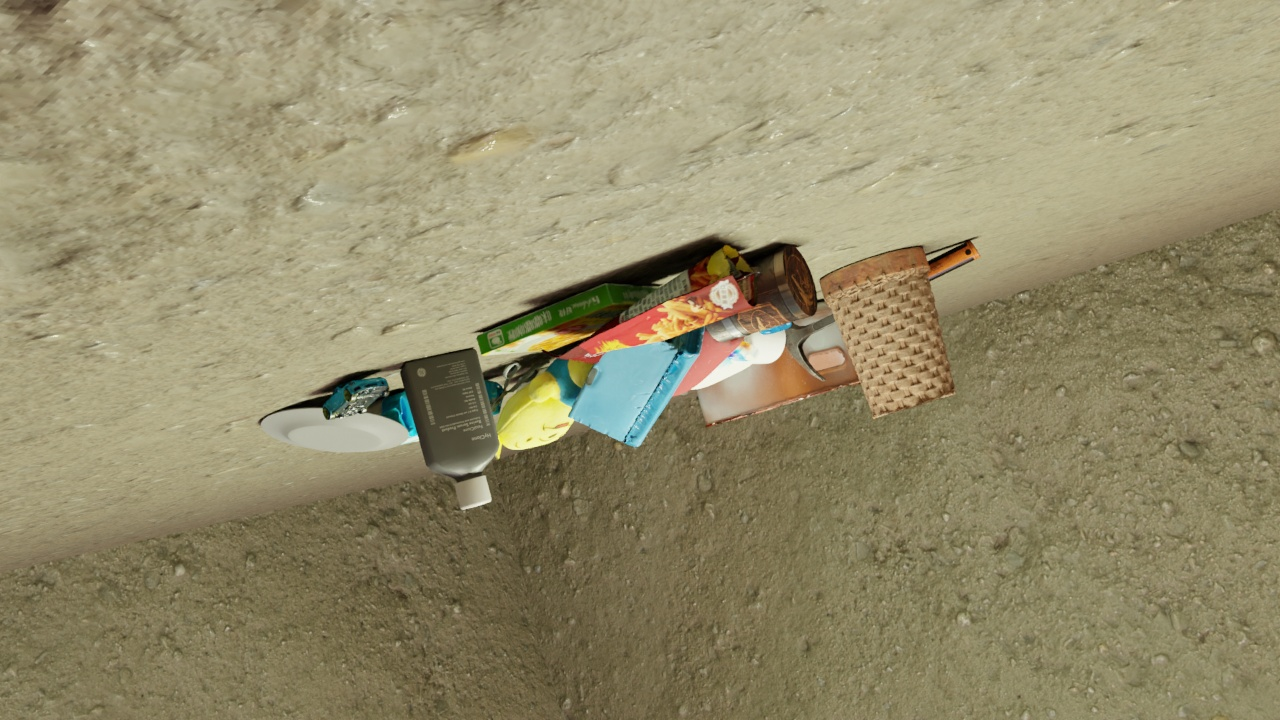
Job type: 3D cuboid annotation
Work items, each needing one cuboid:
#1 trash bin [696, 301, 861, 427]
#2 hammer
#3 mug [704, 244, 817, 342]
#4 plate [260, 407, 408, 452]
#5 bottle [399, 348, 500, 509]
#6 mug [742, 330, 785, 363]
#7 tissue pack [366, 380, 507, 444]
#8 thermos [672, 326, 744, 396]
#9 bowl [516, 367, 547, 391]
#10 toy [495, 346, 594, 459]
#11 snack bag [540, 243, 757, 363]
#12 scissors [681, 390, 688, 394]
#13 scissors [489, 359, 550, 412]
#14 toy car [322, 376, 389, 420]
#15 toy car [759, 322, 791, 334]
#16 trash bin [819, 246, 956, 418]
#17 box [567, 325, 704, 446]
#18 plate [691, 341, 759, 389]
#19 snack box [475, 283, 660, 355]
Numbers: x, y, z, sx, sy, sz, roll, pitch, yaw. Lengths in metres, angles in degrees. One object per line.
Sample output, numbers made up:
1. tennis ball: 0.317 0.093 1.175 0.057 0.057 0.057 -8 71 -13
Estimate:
1. trash bin: 0.226 0.007 1.596 0.181 0.157 0.260 -12 174 -37
2. hammer: 0.362 -0.084 1.385 0.315 0.137 0.035 -27 168 20
3. mug: 0.116 -0.078 0.986 0.107 0.079 0.115 -18 146 31
4. plate: -0.385 0.094 1.160 0.178 0.012 0.179 -1 158 -1
5. bottle: -0.208 0.081 1.041 0.083 0.174 0.046 -13 174 -26
6. mug: 0.172 -0.047 1.408 0.087 0.081 0.114 -1 134 -42
7. tissue pack: -0.292 0.073 1.291 0.117 0.066 0.208 -20 175 36
8. thermos: 0.059 0.004 1.268 0.073 0.073 0.241 -12 158 -34
9. bowl: -0.142 0.048 1.434 0.116 0.065 0.116 -16 174 -2
10. toy: -0.114 0.051 1.280 0.214 0.084 0.148 -40 157 25
11. snack bag: 0.011 -0.046 0.917 0.208 0.066 0.138 -22 176 20
12. scissors: -0.019 0.038 1.500 0.228 0.016 0.226 8 179 -30
13. scissors: -0.192 0.053 1.285 0.146 0.014 0.142 -20 146 -55
14. toy car: -0.323 0.039 1.036 0.048 0.032 0.106 -10 166 -44
15. toy car: 0.164 -0.063 1.211 0.056 0.043 0.120 -18 156 18
16. trash bin: 0.353 -0.036 1.287 0.151 0.210 0.151 -16 173 -2
17. box: -0.009 0.007 1.173 0.112 0.094 0.232 20 143 -8
18. plate: 0.064 0.000 1.368 0.186 0.016 0.188 17 152 -30
19. snack box: -0.070 -0.042 0.980 0.168 0.027 0.131 -20 173 27
